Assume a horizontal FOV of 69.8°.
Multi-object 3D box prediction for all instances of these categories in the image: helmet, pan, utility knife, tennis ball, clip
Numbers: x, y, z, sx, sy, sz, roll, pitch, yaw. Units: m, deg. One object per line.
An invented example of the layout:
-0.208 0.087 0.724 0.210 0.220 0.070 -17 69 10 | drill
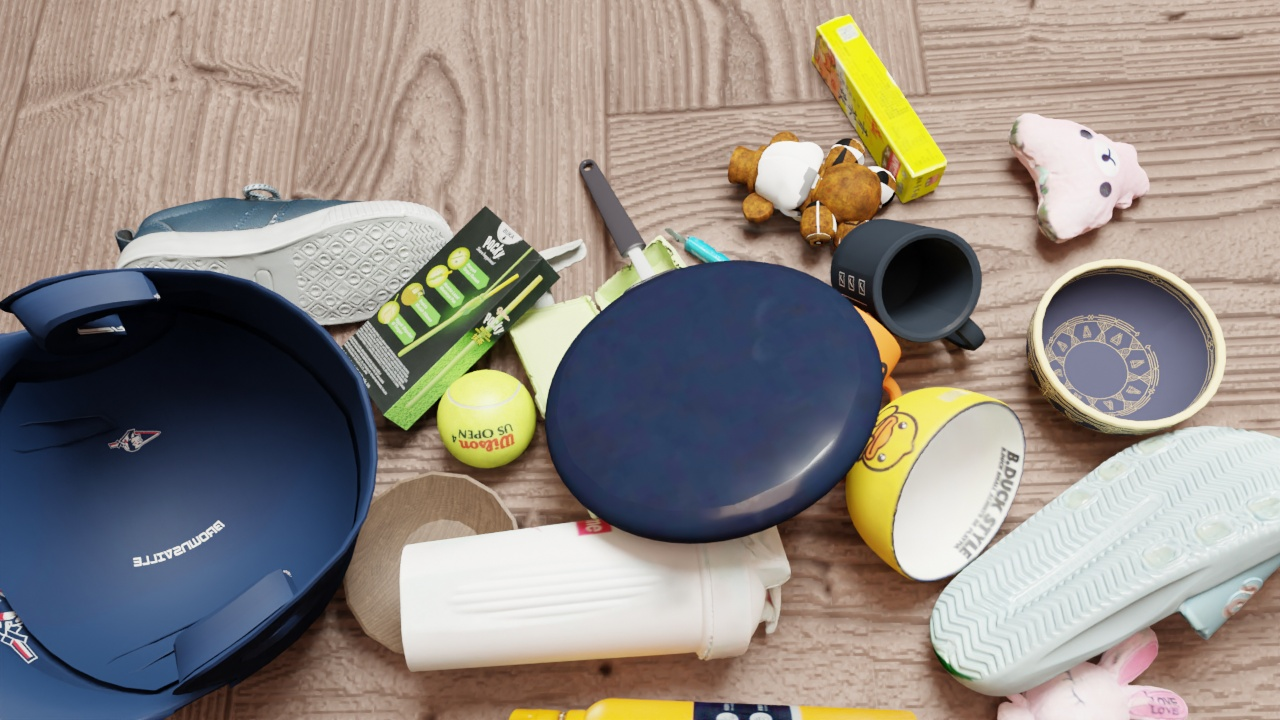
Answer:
-0.294 0.086 0.522 0.271 0.224 0.232 -24 83 -35 | helmet
0.012 -0.039 0.586 0.199 0.021 0.356 -25 47 -1 | pan
0.067 -0.064 0.661 0.124 0.022 0.015 35 76 19 | utility knife
-0.102 0.039 0.612 0.065 0.065 0.065 -2 70 4 | tennis ball
-0.084 -0.053 0.670 0.101 0.040 0.054 -18 50 -1 | clip

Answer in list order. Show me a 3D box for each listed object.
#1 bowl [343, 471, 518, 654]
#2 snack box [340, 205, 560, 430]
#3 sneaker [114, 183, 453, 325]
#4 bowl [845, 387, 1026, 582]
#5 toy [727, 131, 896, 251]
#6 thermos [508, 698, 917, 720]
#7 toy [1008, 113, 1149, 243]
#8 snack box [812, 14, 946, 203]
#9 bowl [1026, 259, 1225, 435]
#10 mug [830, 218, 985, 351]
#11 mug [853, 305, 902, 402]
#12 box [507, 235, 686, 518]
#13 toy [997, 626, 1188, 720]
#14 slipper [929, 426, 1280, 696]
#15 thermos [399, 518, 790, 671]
-0.132 0.133 0.598 0.118 0.030 0.117 -1 70 3 | bowl
-0.134 -0.032 0.637 0.147 0.025 0.080 -45 52 -3 | snack box
-0.255 -0.082 0.662 0.235 0.089 0.087 -7 41 -11 | sneaker
0.170 0.068 0.563 0.117 0.117 0.068 -45 38 -12 | bowl
0.120 -0.124 0.658 0.113 0.067 0.087 18 72 20 | toy
0.039 0.242 0.520 0.233 0.076 0.091 0 73 4 | thermos
0.314 -0.132 0.648 0.095 0.053 0.099 -7 72 -11 | toy
0.175 -0.189 0.685 0.029 0.040 0.148 -24 70 -4 | snack box
0.304 -0.002 0.594 0.112 0.061 0.112 -2 70 4 | bowl
0.184 -0.044 0.606 0.105 0.077 0.071 40 95 -15 | mug
0.122 0.026 0.597 0.112 0.078 0.096 38 80 -19 | mug
-0.002 0.008 0.592 0.140 0.047 0.187 -27 47 -6 | box
0.262 0.199 0.533 0.110 0.047 0.063 -21 70 -10 | toy
0.286 0.122 0.537 0.245 0.074 0.104 -32 26 3 | slipper
-0.025 0.134 0.538 0.220 0.099 0.099 -4 69 -8 | thermos
